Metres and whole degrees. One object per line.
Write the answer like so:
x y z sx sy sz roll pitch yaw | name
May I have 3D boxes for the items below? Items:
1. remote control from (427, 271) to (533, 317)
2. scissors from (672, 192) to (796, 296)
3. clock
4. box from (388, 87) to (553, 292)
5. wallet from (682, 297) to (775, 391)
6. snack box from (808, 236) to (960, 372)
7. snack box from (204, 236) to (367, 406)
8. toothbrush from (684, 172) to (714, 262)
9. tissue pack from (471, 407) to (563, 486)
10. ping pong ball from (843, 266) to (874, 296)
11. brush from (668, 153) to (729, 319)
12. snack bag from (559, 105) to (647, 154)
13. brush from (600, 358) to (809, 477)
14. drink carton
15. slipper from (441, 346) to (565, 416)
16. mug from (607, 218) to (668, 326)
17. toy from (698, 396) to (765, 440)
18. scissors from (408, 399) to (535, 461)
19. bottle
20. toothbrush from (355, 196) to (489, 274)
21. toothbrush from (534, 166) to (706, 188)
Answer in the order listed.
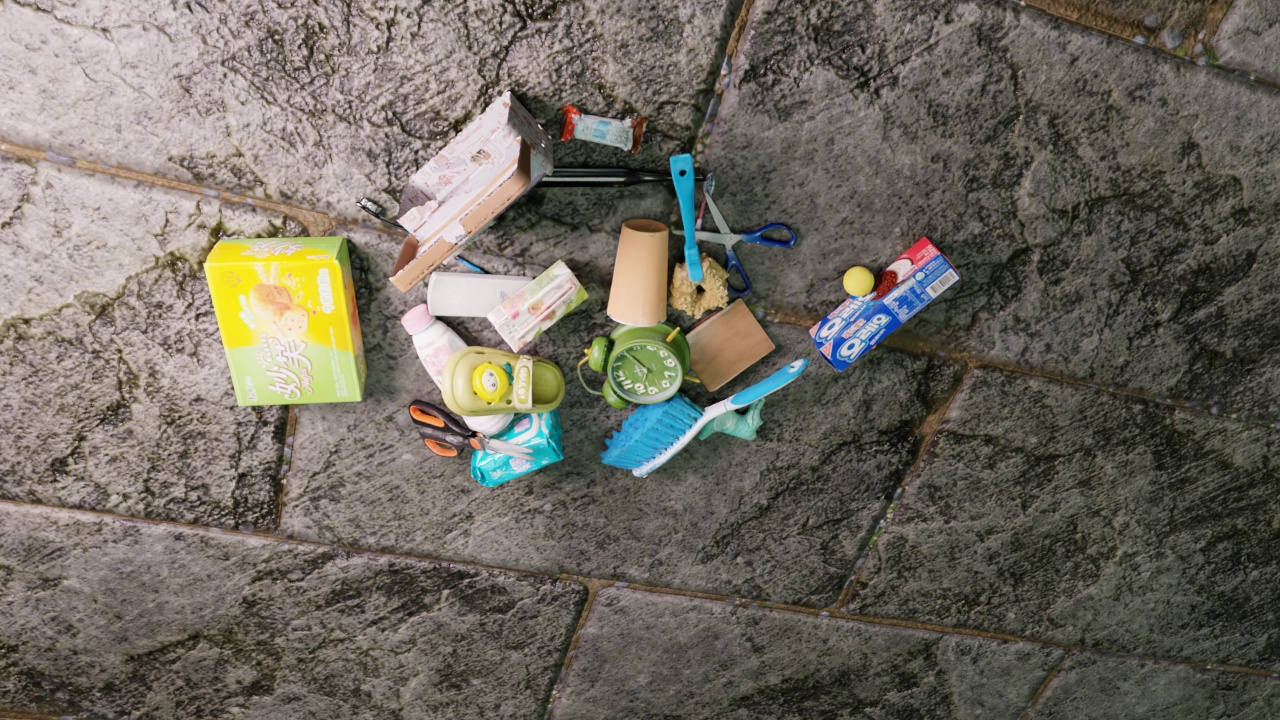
-0.204 -0.084 1.179 0.135 0.019 0.056 1 120 -21 | remote control
0.125 -0.151 1.189 0.174 0.012 0.163 -11 129 -8 | scissors
-0.007 0.007 1.246 0.161 0.056 0.116 -14 121 15 | clock
-0.183 -0.179 0.997 0.177 0.259 0.082 -38 117 15 | box
0.116 -0.021 1.275 0.115 0.020 0.101 -33 119 10 | wallet
0.328 -0.074 1.246 0.208 0.058 0.057 -41 118 17 | snack box
-0.439 -0.047 1.156 0.157 0.070 0.210 -2 122 -7 | snack box
0.072 -0.152 1.188 0.016 0.017 0.188 6 120 -11 | toothbrush
-0.173 0.115 1.277 0.133 0.093 0.050 -23 126 6 | tissue pack
0.293 -0.106 1.231 0.040 0.040 0.040 -3 122 -6 | ping pong ball
0.064 -0.147 1.130 0.083 0.045 0.255 -10 139 2 | brush
-0.046 -0.274 1.092 0.105 0.026 0.045 8 111 -13 | snack bag
0.085 0.069 1.288 0.109 0.060 0.315 36 118 -25 | brush
-0.130 -0.069 1.175 0.122 0.045 0.053 -37 130 -3 | drink carton
-0.165 0.026 1.195 0.190 0.091 0.082 4 169 -43 | slipper
0.000 -0.114 1.173 0.078 0.078 0.123 1 116 -8 | mug
0.140 0.085 1.339 0.092 0.030 0.097 19 110 -24 | toy
-0.221 0.115 1.236 0.235 0.021 0.149 27 140 20 | scissors
-0.245 0.013 1.223 0.068 0.068 0.197 -27 117 9 | bottle
-0.267 -0.152 1.147 0.189 0.014 0.016 29 90 -23 | toothbrush
-0.024 -0.226 1.126 0.212 0.027 0.026 -2 166 -7 | toothbrush
